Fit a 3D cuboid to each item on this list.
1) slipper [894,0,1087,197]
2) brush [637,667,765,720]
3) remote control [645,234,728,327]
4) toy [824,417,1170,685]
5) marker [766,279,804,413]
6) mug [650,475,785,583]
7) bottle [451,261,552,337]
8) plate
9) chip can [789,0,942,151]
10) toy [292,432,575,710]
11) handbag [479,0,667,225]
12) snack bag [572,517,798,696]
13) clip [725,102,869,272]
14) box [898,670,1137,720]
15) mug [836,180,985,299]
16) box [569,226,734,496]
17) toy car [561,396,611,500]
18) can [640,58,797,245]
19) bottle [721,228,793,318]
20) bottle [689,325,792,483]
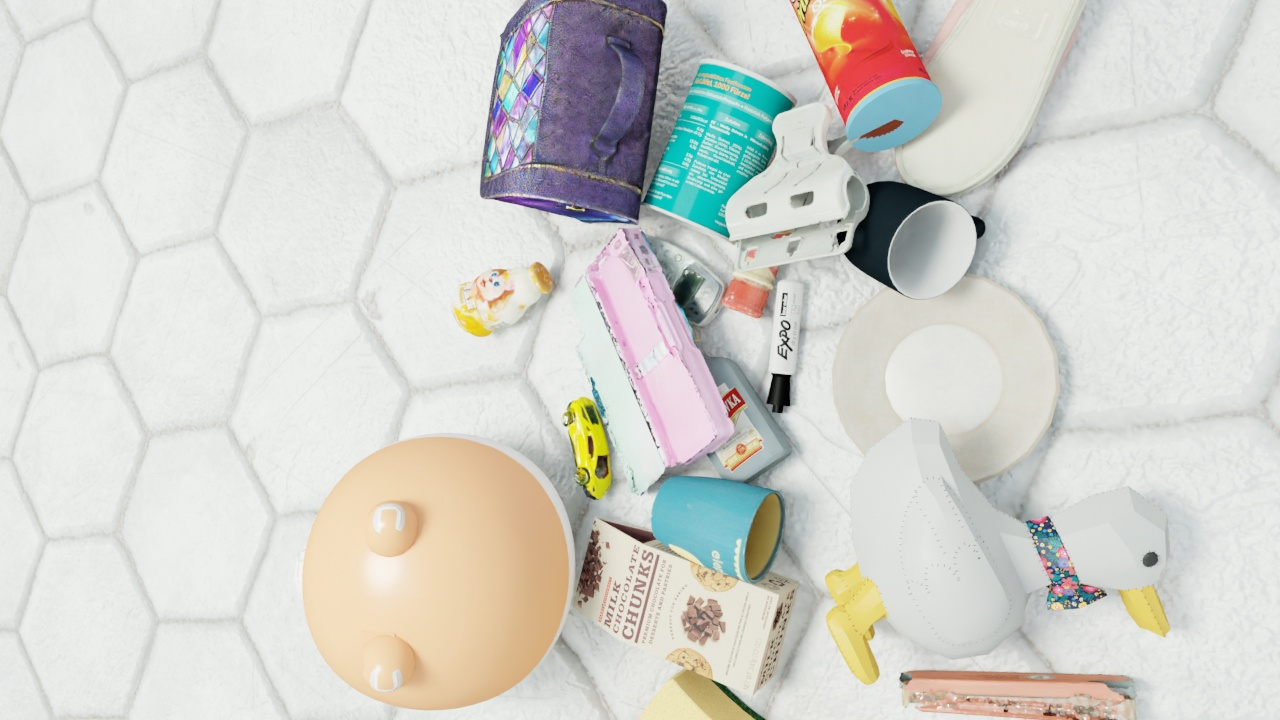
[{"bbox_3d":[0.310,-0.269,0.790,0.114,0.054,0.275,32,110,18],"label":"slipper"},{"bbox_3d":[0.095,0.423,0.839,0.250,0.075,0.195,25,97,23],"label":"brush"},{"bbox_3d":[0.034,-0.082,0.920,0.114,0.028,0.060,39,103,21],"label":"remote control"},{"bbox_3d":[0.273,0.155,0.740,0.268,0.140,0.246,-32,95,16],"label":"toy"},{"bbox_3d":[0.137,-0.013,0.872,0.025,0.025,0.126,6,90,24],"label":"marker"},{"bbox_3d":[0.073,0.155,0.847,0.104,0.112,0.084,11,67,31],"label":"mug"},{"bbox_3d":[-0.147,-0.069,0.983,0.109,0.063,0.063,-24,78,21],"label":"bottle"},{"bbox_3d":[0.266,0.017,0.810,0.189,0.027,0.188,-2,86,24],"label":"plate"},{"bbox_3d":[0.185,-0.293,0.806,0.087,0.087,0.213,-26,63,21],"label":"chip can"},{"bbox_3d":[-0.199,0.201,0.877,0.266,0.280,0.262,0,87,4],"label":"toy"},{"bbox_3d":[-0.058,-0.234,0.866,0.222,0.125,0.205,4,86,62],"label":"handbag"},{"bbox_3d":[0.034,0.228,0.881,0.206,0.069,0.094,16,93,24],"label":"snack bag"},{"bbox_3d":[0.137,-0.152,0.799,0.125,0.081,0.147,-3,67,44],"label":"clip"},{"bbox_3d":[0.312,0.285,0.767,0.187,0.058,0.053,-6,115,25],"label":"box"},{"bbox_3d":[0.241,-0.110,0.793,0.121,0.094,0.085,-11,116,-15],"label":"mug"},{"bbox_3d":[-0.006,0.005,0.901,0.160,0.035,0.230,-44,62,44],"label":"box"},{"bbox_3d":[-0.052,0.090,0.939,0.030,0.049,0.107,-15,82,21],"label":"toy car"},{"bbox_3d":[0.073,-0.195,0.870,0.099,0.099,0.144,26,98,23],"label":"can"},{"bbox_3d":[0.115,-0.096,0.877,0.044,0.044,0.109,24,96,23],"label":"bottle"},{"bbox_3d":[0.074,0.039,0.885,0.072,0.046,0.161,-37,73,20],"label":"bottle"}]
